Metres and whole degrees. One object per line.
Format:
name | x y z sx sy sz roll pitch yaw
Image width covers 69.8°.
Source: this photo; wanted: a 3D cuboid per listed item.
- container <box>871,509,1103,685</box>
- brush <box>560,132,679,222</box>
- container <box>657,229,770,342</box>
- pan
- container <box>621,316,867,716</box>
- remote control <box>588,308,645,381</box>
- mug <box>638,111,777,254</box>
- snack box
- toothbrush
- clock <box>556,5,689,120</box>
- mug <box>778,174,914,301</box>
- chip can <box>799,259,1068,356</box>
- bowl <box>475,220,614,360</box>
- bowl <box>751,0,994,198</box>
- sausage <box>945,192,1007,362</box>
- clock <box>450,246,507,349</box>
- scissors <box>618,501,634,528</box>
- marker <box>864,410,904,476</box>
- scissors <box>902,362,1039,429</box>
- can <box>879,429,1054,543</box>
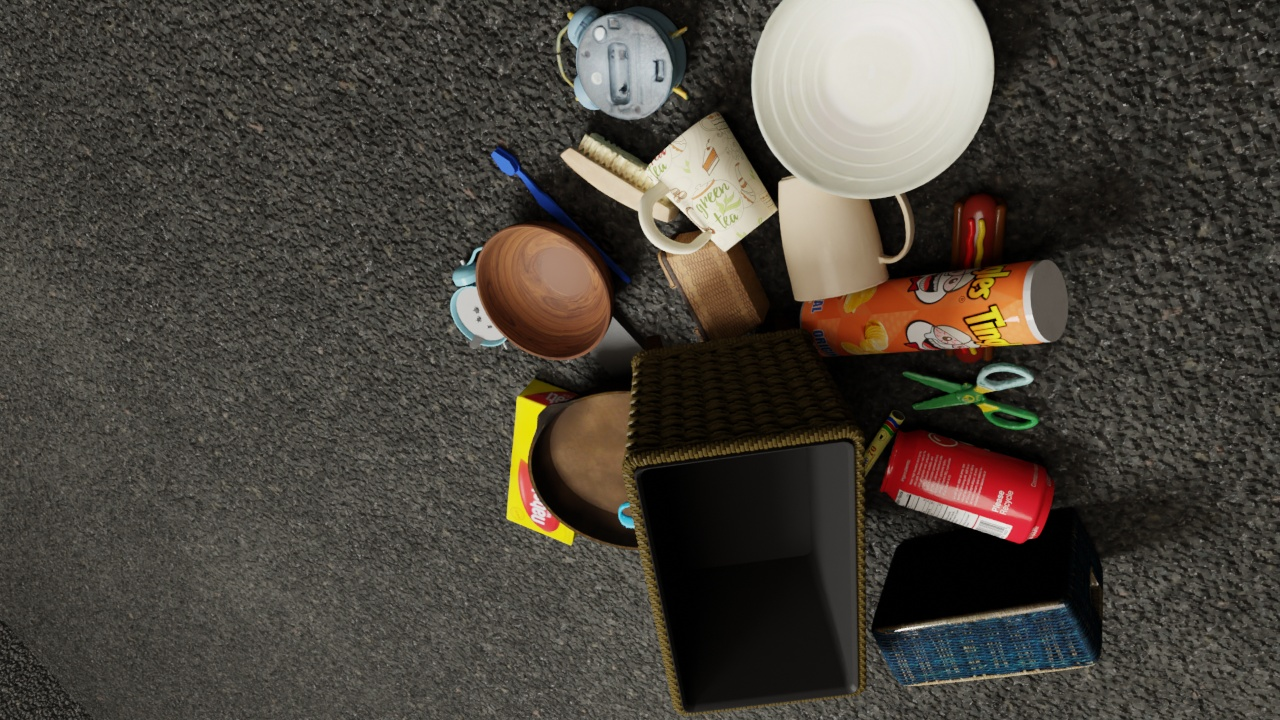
container | 0.327 0.223 0.869 0.188 0.144 0.071 -22 105 35
brush | -0.014 -0.170 0.846 0.117 0.049 0.039 31 110 5
container | 0.073 -0.071 0.861 0.061 0.063 0.114 -20 110 26
pan | 0.038 0.075 0.961 0.248 0.043 0.357 39 122 -19
container | 0.092 0.131 0.829 0.176 0.204 0.321 -8 125 3
remote control | -0.006 0.006 0.976 0.133 0.013 0.058 48 128 -8
mug | 0.051 -0.138 0.783 0.097 0.121 0.081 51 156 -2
snack box | -0.103 0.122 1.080 0.092 0.042 0.201 20 127 12
toothbrush | -0.078 -0.143 0.918 0.186 0.011 0.017 45 129 -6
clock | -0.018 -0.258 0.789 0.125 0.051 0.089 10 125 21
mug | 0.171 -0.112 0.767 0.112 0.085 0.104 -9 102 35
chip can | 0.234 -0.039 0.759 0.211 0.062 0.062 -4 120 49
bowl | -0.085 -0.080 0.925 0.147 0.068 0.147 12 124 18
bowl | 0.178 -0.218 0.707 0.177 0.057 0.177 8 115 18
sausage | 0.282 -0.067 0.772 0.040 0.040 0.156 6 123 23
clock | -0.165 -0.068 0.989 0.087 0.041 0.123 24 129 11
scissors | 0.045 0.155 0.984 0.086 0.015 0.135 42 117 -16
marker | 0.228 0.101 0.923 0.014 0.014 0.133 28 128 8
scissors | 0.298 0.027 0.825 0.129 0.012 0.120 19 147 10
can | 0.303 0.115 0.856 0.142 0.074 0.075 17 126 16
